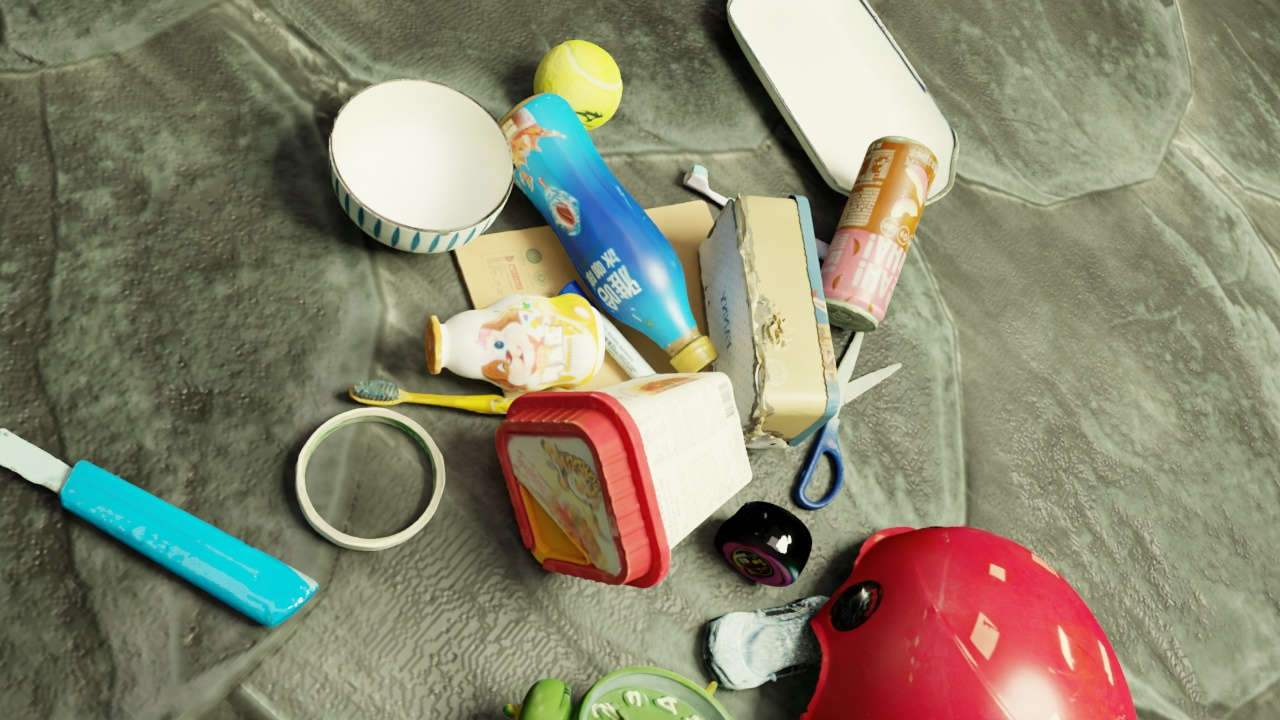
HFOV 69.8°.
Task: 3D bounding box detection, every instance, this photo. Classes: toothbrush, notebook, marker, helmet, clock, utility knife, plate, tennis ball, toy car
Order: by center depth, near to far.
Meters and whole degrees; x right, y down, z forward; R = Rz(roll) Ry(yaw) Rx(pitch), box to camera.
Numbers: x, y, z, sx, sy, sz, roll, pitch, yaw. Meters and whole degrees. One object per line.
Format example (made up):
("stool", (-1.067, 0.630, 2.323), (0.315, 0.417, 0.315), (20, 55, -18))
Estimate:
("clock", (-0.011, 0.223, 0.490), (0.161, 0.056, 0.116), (6, 34, -30))
("utility knife", (-0.266, 0.089, 0.498), (0.188, 0.018, 0.034), (32, 48, -6))
("helmet", (0.219, 0.203, 0.566), (0.207, 0.144, 0.239), (34, 55, -17))
("toothbrush", (-0.087, 0.027, 0.589), (0.191, 0.018, 0.016), (6, 69, -20))
("toy car", (0.091, 0.183, 0.597), (0.105, 0.031, 0.049), (-5, 70, -23))
("marker", (-0.004, 0.004, 0.633), (0.146, 0.017, 0.016), (48, 59, 2))
("notebook", (-0.015, -0.038, 0.661), (0.207, 0.008, 0.147), (-14, 75, -27))
("tennis ball", (-0.047, -0.205, 0.687), (0.065, 0.066, 0.065), (8, 65, -19))
("toothbrush", (0.120, -0.106, 0.740), (0.189, 0.029, 0.021), (26, 101, -12))
("plate", (0.173, -0.240, 0.810), (0.161, 0.034, 0.265), (-26, 79, -30))

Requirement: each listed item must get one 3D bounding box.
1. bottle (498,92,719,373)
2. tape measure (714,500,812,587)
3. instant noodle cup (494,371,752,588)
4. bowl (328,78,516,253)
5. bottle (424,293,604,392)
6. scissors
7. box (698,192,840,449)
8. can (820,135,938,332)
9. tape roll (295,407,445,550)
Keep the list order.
("bottle", (-0.020, -0.083, 0.634), (0.065, 0.065, 0.218), (-31, 81, -30))
("tape measure", (0.084, 0.119, 0.606), (0.058, 0.057, 0.039), (34, 58, 4))
("instant noodle cup", (-0.004, 0.062, 0.559), (0.124, 0.117, 0.117), (-23, 103, -40))
("bowl", (-0.147, -0.119, 0.608), (0.116, 0.066, 0.116), (9, 64, -18))
("bottle", (-0.080, -0.011, 0.582), (0.108, 0.063, 0.063), (-2, 69, -22))
("scissors", (0.134, 0.034, 0.690), (0.160, 0.012, 0.163), (14, 62, -17))
("box", (0.085, -0.034, 0.643), (0.061, 0.090, 0.184), (4, 68, -15))
("can", (0.182, -0.099, 0.716), (0.058, 0.058, 0.147), (24, 80, -11))
("tape roll", (-0.162, 0.071, 0.551), (0.085, 0.014, 0.085), (9, 65, -19))
